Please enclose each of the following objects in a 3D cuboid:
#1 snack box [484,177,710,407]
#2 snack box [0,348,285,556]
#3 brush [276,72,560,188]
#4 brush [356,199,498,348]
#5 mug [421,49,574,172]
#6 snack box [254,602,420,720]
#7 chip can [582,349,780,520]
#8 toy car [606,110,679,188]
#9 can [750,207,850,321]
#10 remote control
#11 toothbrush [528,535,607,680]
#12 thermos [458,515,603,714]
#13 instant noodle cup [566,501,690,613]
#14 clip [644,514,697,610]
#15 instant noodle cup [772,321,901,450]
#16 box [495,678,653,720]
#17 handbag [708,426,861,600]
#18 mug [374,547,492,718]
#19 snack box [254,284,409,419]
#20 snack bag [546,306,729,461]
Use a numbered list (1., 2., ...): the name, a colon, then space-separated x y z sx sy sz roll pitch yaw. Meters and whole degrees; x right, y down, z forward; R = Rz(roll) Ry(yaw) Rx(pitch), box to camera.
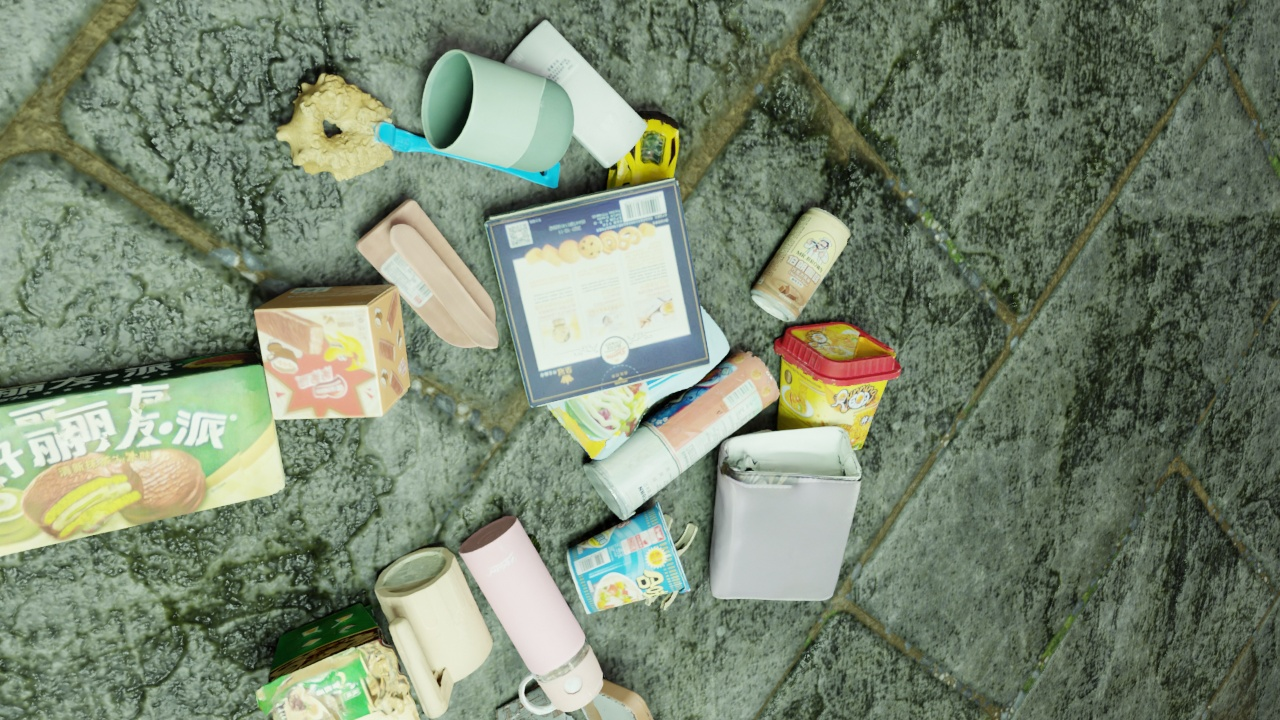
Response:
1. snack box: -0.038 -0.064 0.862 0.178 0.046 0.182 -13 106 -7
2. snack box: -0.414 0.070 0.722 0.239 0.063 0.114 -11 108 -25
3. brush: -0.180 -0.183 0.792 0.254 0.046 0.083 5 92 -34
4. brush: -0.179 -0.066 0.806 0.063 0.073 0.145 -43 121 -12
5. mug: -0.123 -0.214 0.777 0.106 0.111 0.082 3 127 -42
6. snack box: -0.277 0.293 0.835 0.117 0.106 0.118 -20 111 -19
7. chip can: 0.046 0.075 0.968 0.214 0.071 0.071 -36 118 -15
8. toy car: -0.001 -0.163 0.893 0.071 0.041 0.156 4 103 -29
9. can: 0.173 -0.103 0.993 0.058 0.058 0.116 37 85 -31
10. remote control: -0.057 -0.239 0.832 0.135 0.019 0.056 43 87 -15
11. toothbrush: -0.082 0.274 0.984 0.027 0.026 0.213 -50 127 -49
12. thermos: -0.113 0.259 0.913 0.087 0.067 0.198 -28 102 -6
13. instant noodle cup: -0.015 0.212 0.955 0.110 0.099 0.099 -20 114 -2
14. clip: 0.020 0.222 1.019 0.076 0.034 0.103 12 93 -31
15. instant noodle cup: 0.211 0.034 1.029 0.116 0.116 0.124 -7 119 -27
16. box: -0.041 0.425 0.979 0.158 0.148 0.182 -27 116 -3
17. handbag: 0.150 0.169 1.002 0.145 0.098 0.197 -4 128 -7
18. mug: -0.198 0.251 0.859 0.084 0.124 0.103 -14 111 7
19. snack box: -0.252 -0.008 0.760 0.093 0.077 0.094 -2 107 3
20. snack bag: -0.006 0.005 0.933 0.190 0.039 0.110 -40 92 -11
